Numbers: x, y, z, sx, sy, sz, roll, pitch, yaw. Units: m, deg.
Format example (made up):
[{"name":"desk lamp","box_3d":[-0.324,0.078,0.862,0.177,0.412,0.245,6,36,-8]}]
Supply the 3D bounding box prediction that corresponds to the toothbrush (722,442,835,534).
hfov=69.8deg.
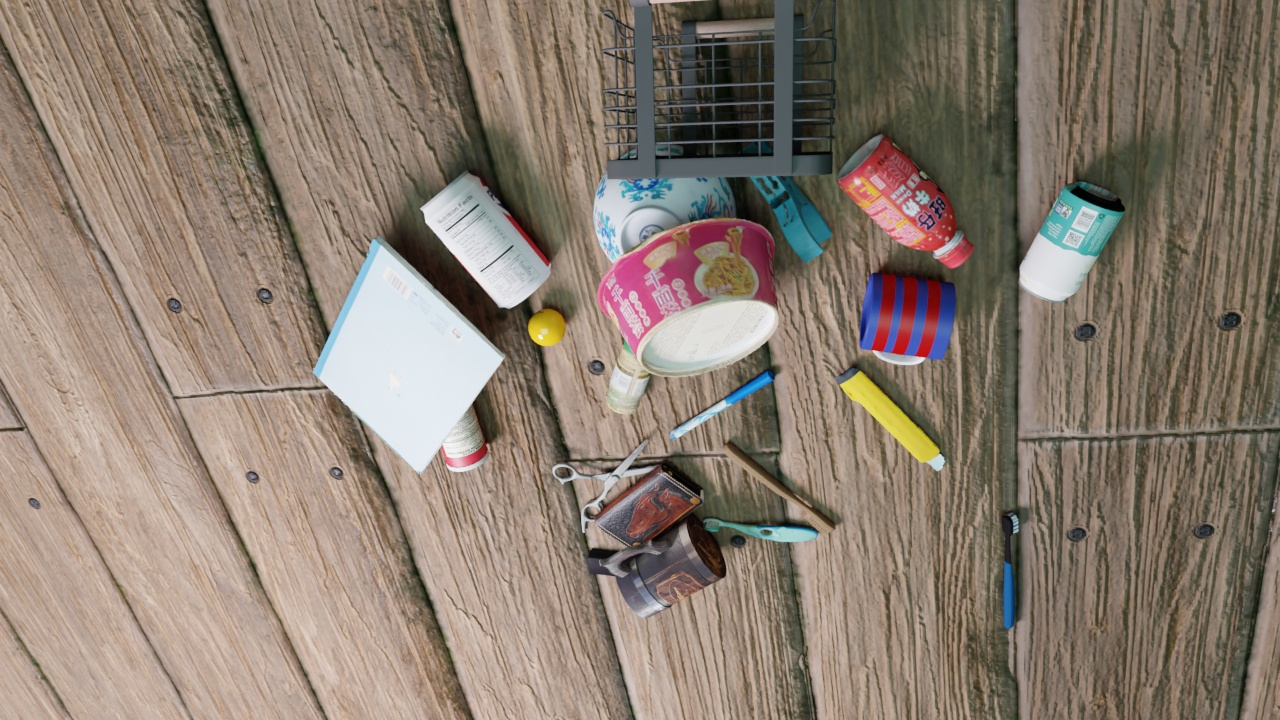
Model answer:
[{"name":"toothbrush","box_3d":[0.157,0.147,1.045,0.167,0.016,0.016,39,119,-11]}]

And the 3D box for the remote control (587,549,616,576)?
[{"name":"remote control","box_3d":[0.002,0.258,1.141,0.136,0.015,0.032,4,119,10]}]

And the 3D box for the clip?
[{"name":"clip","box_3d":[0.133,-0.139,0.844,0.031,0.121,0.130,-30,121,33]}]

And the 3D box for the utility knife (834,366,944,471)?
[{"name":"utility knife","box_3d":[0.269,0.064,0.974,0.165,0.017,0.031,44,123,-12]}]

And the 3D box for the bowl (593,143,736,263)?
[{"name":"bowl","box_3d":[0.017,-0.129,0.887,0.144,0.074,0.144,5,120,9]}]

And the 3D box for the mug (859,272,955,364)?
[{"name":"mug","box_3d":[0.256,-0.032,0.898,0.076,0.074,0.112,8,147,8]}]

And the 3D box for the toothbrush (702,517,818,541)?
[{"name":"toothbrush","box_3d":[0.140,0.200,1.078,0.135,0.017,0.022,5,119,10]}]

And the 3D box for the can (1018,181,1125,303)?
[{"name":"can","box_3d":[0.388,-0.107,0.830,0.055,0.054,0.102,19,121,1]}]

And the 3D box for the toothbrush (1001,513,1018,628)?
[{"name":"toothbrush","box_3d":[0.419,0.241,1.041,0.014,0.014,0.168,-21,120,-15]}]

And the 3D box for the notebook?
[{"name":"notebook","box_3d":[-0.264,0.004,1.009,0.181,0.009,0.254,44,132,1]}]

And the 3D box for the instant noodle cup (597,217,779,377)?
[{"name":"instant noodle cup","box_3d":[0.055,-0.049,0.865,0.178,0.077,0.179,-14,155,-7]}]

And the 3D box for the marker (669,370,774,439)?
[{"name":"marker","box_3d":[0.087,0.051,1.009,0.142,0.013,0.013,-34,107,26]}]

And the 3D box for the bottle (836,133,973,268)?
[{"name":"bottle","box_3d":[0.247,-0.140,0.839,0.137,0.061,0.062,40,119,-12]}]

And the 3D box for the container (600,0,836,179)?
[{"name":"container","box_3d":[0.070,-0.214,0.718,0.163,0.241,0.130,1,104,12]}]

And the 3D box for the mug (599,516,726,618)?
[{"name":"mug","box_3d":[0.024,0.235,1.069,0.107,0.080,0.116,-34,130,17]}]

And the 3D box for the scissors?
[{"name":"scissors","box_3d":[-0.034,0.150,1.090,0.141,0.014,0.162,4,125,3]}]

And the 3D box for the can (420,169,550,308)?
[{"name":"can","box_3d":[-0.156,-0.122,0.932,0.070,0.070,0.132,-31,108,25]}]

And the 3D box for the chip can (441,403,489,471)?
[{"name":"chip can","box_3d":[-0.226,0.023,1.039,0.052,0.051,0.215,-5,117,15]}]

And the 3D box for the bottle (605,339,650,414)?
[{"name":"bottle","box_3d":[-0.006,0.006,0.988,0.043,0.043,0.111,20,122,1]}]

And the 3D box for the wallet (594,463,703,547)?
[{"name":"wallet","box_3d":[0.011,0.175,1.087,0.072,0.019,0.123,36,120,-20]}]

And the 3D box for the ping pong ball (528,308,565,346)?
[{"name":"ping pong ball","box_3d":[-0.100,-0.036,0.985,0.040,0.040,0.040,5,120,9]}]
